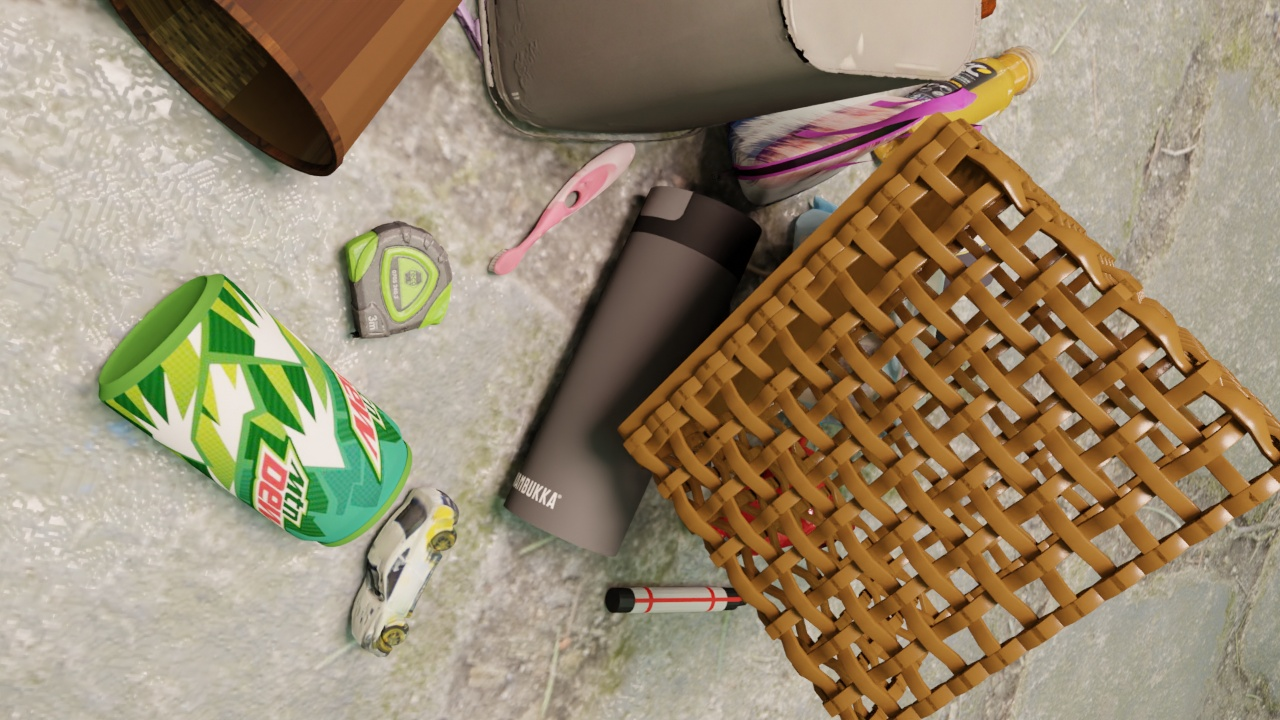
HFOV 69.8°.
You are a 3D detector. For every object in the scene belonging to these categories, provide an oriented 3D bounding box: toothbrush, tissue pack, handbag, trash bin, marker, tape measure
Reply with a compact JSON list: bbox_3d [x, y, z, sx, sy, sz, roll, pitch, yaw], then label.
[{"bbox_3d":[-0.050,-0.101,0.603,0.134,0.016,0.021,-46,123,-21],"label":"toothbrush"},{"bbox_3d":[0.171,-0.033,0.714,0.069,0.112,0.182,-1,101,-43],"label":"tissue pack"},{"bbox_3d":[0.142,-0.145,0.594,0.144,0.170,0.068,-26,108,-24],"label":"handbag"},{"bbox_3d":[0.048,-0.225,0.506,0.197,0.220,0.197,-11,106,-38],"label":"trash bin"},{"bbox_3d":[0.036,0.190,0.729,0.145,0.019,0.019,10,94,-37],"label":"marker"},{"bbox_3d":[-0.142,-0.049,0.538,0.058,0.036,0.066,-6,108,-25],"label":"tape measure"}]

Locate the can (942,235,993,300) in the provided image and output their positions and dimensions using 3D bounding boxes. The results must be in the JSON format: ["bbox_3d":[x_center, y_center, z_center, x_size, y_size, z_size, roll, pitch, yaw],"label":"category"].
[{"bbox_3d":[0.265,-0.119,0.792,0.064,0.064,0.127,-30,116,-27],"label":"can"}]

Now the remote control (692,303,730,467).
[{"bbox_3d":[0.045,0.021,0.698,0.032,0.015,0.136,-3,105,-35],"label":"remote control"}]

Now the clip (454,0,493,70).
[{"bbox_3d":[-0.093,-0.205,0.550,0.052,0.014,0.041,44,74,-31],"label":"clip"}]

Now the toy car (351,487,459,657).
[{"bbox_3d":[-0.149,0.128,0.564,0.033,0.048,0.105,30,82,-37],"label":"toy car"}]

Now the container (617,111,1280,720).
[{"bbox_3d":[0.176,0.035,0.537,0.252,0.214,0.219,-46,163,25],"label":"container"}]

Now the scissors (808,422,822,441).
[{"bbox_3d":[0.171,0.008,0.790,0.066,0.015,0.135,32,84,-39],"label":"scissors"}]

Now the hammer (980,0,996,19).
[{"bbox_3d":[0.185,-0.243,0.730,0.299,0.028,0.111,-32,118,-26],"label":"hammer"}]

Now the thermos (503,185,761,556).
[{"bbox_3d":[-0.004,0.004,0.618,0.082,0.082,0.240,28,84,-36],"label":"thermos"}]

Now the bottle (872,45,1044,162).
[{"bbox_3d":[0.274,-0.221,0.782,0.185,0.053,0.053,-31,117,-26],"label":"bottle"}]

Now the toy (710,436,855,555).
[{"bbox_3d":[0.097,0.109,0.739,0.132,0.088,0.094,-5,71,-16],"label":"toy"}]

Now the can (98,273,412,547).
[{"bbox_3d":[-0.197,0.030,0.485,0.083,0.083,0.144,-51,124,-15],"label":"can"}]

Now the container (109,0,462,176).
[{"bbox_3d":[-0.148,-0.197,0.447,0.132,0.132,0.167,49,66,-33],"label":"container"}]

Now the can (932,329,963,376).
[{"bbox_3d":[0.238,-0.035,0.790,0.137,0.054,0.054,43,75,-43],"label":"can"}]
